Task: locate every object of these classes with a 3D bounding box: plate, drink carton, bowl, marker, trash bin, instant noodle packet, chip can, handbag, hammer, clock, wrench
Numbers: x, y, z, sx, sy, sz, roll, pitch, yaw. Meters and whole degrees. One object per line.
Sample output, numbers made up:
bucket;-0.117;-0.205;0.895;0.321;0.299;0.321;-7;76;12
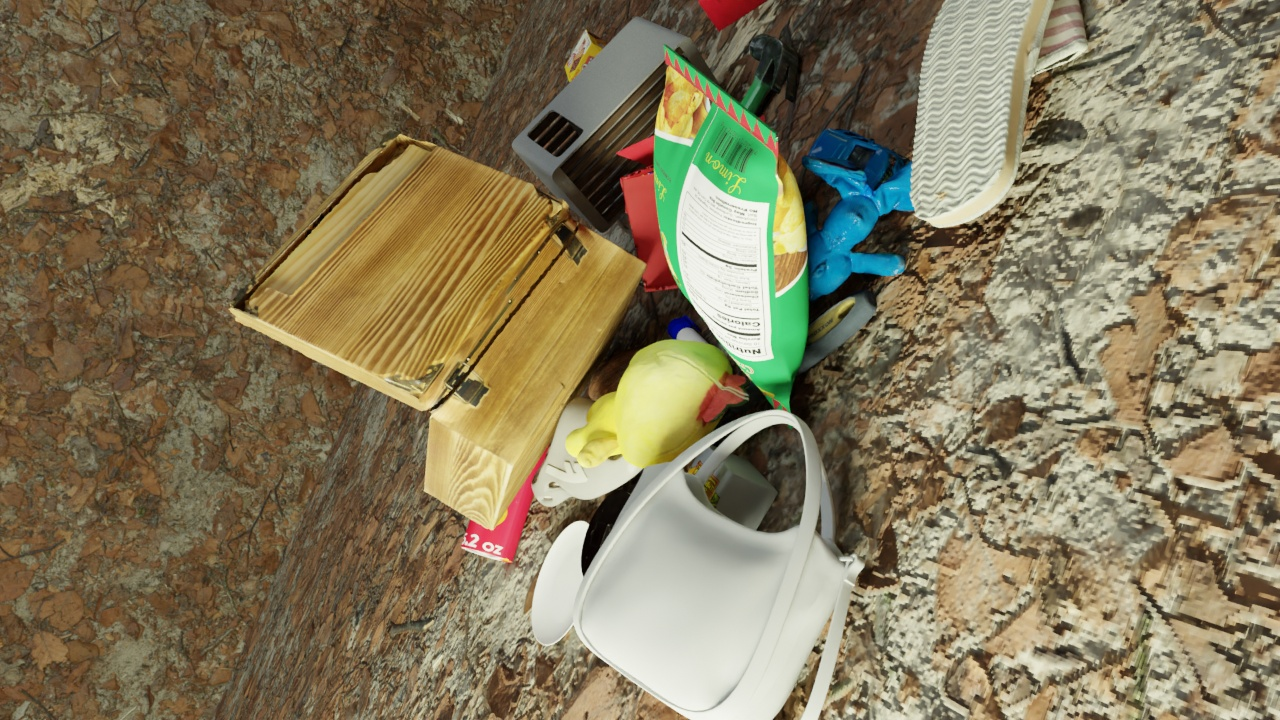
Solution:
plate;-0.079;0.238;0.982;0.135;0.011;0.134;-46;30;37
drink carton;0.052;0.140;0.755;0.125;0.048;0.076;-61;24;9
bowl;-0.006;0.006;0.953;0.114;0.026;0.101;-8;25;31
marker;0.059;-0.012;0.920;0.027;0.023;0.133;-41;26;2
trash bin;-0.025;-0.292;1.134;0.229;0.114;0.114;-46;44;0
instant noodle packet;0.069;-0.097;0.722;0.195;0.090;0.253;-122;17;-50
chip can;-0.162;0.143;1.176;0.069;0.069;0.220;-16;54;60
handbag;0.073;0.143;0.662;0.216;0.095;0.222;22;80;40
hammer;0.082;-0.222;1.065;0.319;0.032;0.130;-58;25;18
clock;-0.014;0.175;0.878;0.123;0.035;0.094;-7;61;62
wrench;0.104;0.019;0.797;0.274;0.022;0.073;-43;33;44

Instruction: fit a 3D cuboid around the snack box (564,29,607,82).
snack box;-0.092;-0.552;1.703;0.084;0.061;0.105;-55;25;23

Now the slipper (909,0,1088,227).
slipper;0.256;-0.204;0.656;0.115;0.052;0.262;-20;46;56

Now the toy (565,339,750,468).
toy;0.007;0.042;0.824;0.208;0.092;0.133;-32;17;49

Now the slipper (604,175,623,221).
slipper;-0.007;-0.243;1.212;0.112;0.074;0.246;-42;40;26

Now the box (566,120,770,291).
box;0.023;-0.142;0.894;0.214;0.153;0.165;1;109;63

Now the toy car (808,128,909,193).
toy car;0.182;-0.165;0.784;0.056;0.043;0.120;-58;25;16

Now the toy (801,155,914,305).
toy;0.151;-0.102;0.729;0.177;0.113;0.070;-54;10;45

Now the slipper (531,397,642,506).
slipper;-0.068;0.090;0.992;0.112;0.080;0.267;-54;13;-29

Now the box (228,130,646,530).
box;-0.208;-0.050;0.976;0.278;0.334;0.287;-56;-1;-29
